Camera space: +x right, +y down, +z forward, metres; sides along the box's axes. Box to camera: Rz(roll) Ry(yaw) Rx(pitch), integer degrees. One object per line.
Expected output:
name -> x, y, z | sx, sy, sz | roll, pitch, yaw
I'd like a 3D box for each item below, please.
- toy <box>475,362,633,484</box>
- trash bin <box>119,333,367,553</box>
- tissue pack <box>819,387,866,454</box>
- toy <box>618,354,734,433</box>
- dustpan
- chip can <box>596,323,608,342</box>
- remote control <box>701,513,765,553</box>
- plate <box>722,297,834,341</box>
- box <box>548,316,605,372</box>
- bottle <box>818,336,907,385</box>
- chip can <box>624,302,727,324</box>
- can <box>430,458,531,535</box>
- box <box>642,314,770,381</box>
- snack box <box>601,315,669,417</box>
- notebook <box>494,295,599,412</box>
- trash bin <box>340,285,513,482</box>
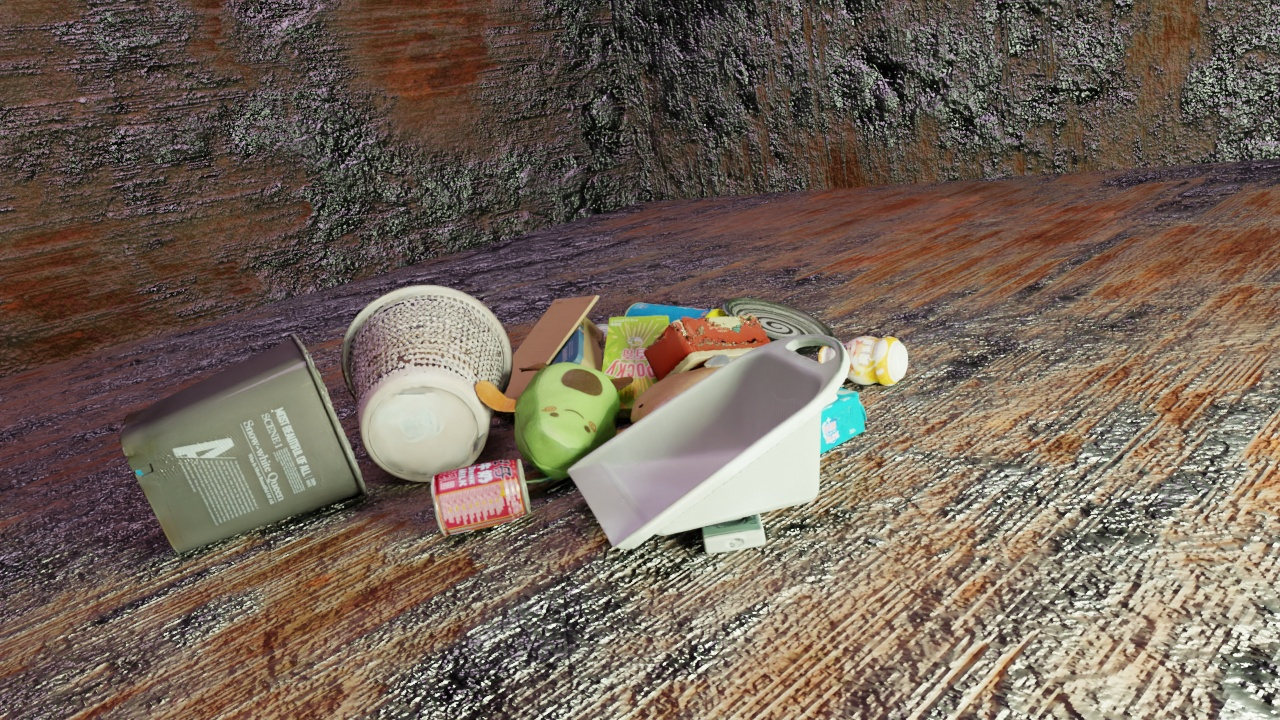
toy -> -0.088, 0.063, 1.105 | 0.227, 0.090, 0.246 | 14, 29, -4
trash bin -> -0.472, 0.102, 1.096 | 0.219, 0.199, 0.199 | -24, 19, -21
tissue pack -> 0.178, 0.069, 1.028 | 0.133, 0.050, 0.093 | -22, 20, -33
toy -> 0.053, 0.061, 1.084 | 0.225, 0.082, 0.144 | -23, 17, -33
dustpan -> 0.071, 0.057, 0.887 | 0.257, 0.143, 0.223 | -6, 12, -14
chip can -> -0.031, -0.001, 1.382 | 0.071, 0.071, 0.215 | -14, 16, -13
remote control -> 0.084, 0.143, 0.880 | 0.056, 0.019, 0.135 | -10, 15, 4
plate -> 0.211, -0.055, 1.427 | 0.179, 0.024, 0.179 | 14, 21, -6
box -> -0.097, 0.003, 1.317 | 0.090, 0.061, 0.184 | -43, 20, 15
bottle -> 0.285, 0.000, 1.184 | 0.109, 0.063, 0.063 | 2, 20, 39
chip can -> 0.060, -0.056, 1.513 | 0.071, 0.071, 0.211 | -21, 19, -34
can -> -0.166, 0.142, 0.961 | 0.093, 0.066, 0.066 | -12, 15, -5
box -> 0.091, -0.018, 1.217 | 0.168, 0.080, 0.092 | -5, -30, -43
snack box -> -0.007, 0.007, 1.241 | 0.086, 0.026, 0.156 | -1, 54, 10
notebook -> -0.153, -0.012, 1.358 | 0.211, 0.012, 0.150 | -54, 23, -17
trash bin -> -0.271, 0.042, 1.163 | 0.227, 0.228, 0.192 | -12, 28, -5
